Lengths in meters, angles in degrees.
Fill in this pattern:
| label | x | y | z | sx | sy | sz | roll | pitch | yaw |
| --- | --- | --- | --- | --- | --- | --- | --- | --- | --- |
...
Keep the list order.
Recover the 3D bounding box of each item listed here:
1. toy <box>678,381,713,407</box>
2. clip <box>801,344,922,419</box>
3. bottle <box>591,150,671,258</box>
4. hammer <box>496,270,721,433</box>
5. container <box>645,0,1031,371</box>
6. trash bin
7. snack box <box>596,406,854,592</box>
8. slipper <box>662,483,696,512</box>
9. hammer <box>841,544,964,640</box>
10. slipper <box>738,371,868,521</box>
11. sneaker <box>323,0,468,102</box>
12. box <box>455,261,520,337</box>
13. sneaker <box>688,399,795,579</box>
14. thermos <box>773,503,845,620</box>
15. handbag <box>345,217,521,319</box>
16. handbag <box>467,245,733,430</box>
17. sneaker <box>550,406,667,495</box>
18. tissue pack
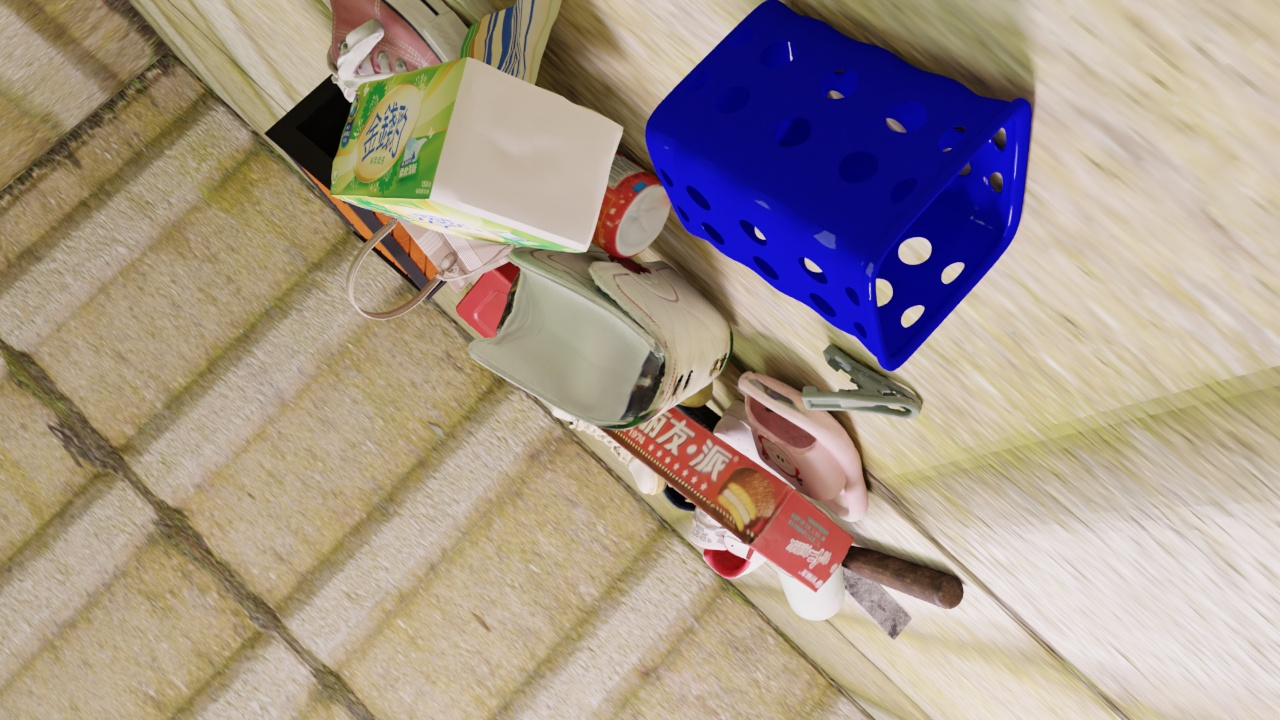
| label | x | y | z | sx | sy | sz | roll | pitch | yaw |
| --- | --- | --- | --- | --- | --- | --- | --- | --- | --- |
| toy | -0.005 | -0.016 | 0.848 | 0.170 | 0.065 | 0.154 | 28 | -160 | -17 |
| clip | 0.145 | 0.020 | 0.591 | 0.076 | 0.061 | 0.023 | 19 | 159 | 32 |
| bottle | -0.047 | -0.130 | 0.635 | 0.137 | 0.062 | 0.062 | 40 | 169 | 25 |
| hammer | -0.006 | 0.006 | 0.943 | 0.032 | 0.130 | 0.318 | -21 | 131 | 41 |
| container | 0.073 | -0.069 | 0.355 | 0.113 | 0.084 | 0.085 | 39 | 170 | 32 |
| trash bin | -0.241 | -0.188 | 0.922 | 0.140 | 0.139 | 0.172 | 39 | 169 | 28 |
| snack box | 0.068 | 0.104 | 0.813 | 0.113 | 0.060 | 0.236 | 39 | 176 | -40 |
| slipper | 0.069 | 0.152 | 1.166 | 0.264 | 0.082 | 0.101 | 15 | 120 | 62 |
| hammer | 0.271 | 0.243 | 0.969 | 0.217 | 0.037 | 0.301 | 45 | 169 | -7 |
| slipper | 0.137 | 0.078 | 0.776 | 0.107 | 0.055 | 0.221 | 37 | 170 | 40 |
| sneaker | -0.193 | -0.236 | 0.695 | 0.241 | 0.087 | 0.118 | 43 | 170 | 13 |
| box | -0.107 | -0.054 | 1.005 | 0.157 | 0.127 | 0.137 | 45 | 165 | -7 |
| sneaker | 0.095 | 0.151 | 0.964 | 0.090 | 0.104 | 0.237 | 37 | 151 | 32 |
| thermos | 0.170 | 0.209 | 0.930 | 0.068 | 0.068 | 0.230 | 39 | 169 | 28 |
| handbag | -0.193 | -0.119 | 0.853 | 0.062 | 0.197 | 0.176 | 38 | 169 | 29 |
| handbag | -0.014 | -0.023 | 0.659 | 0.142 | 0.096 | 0.198 | 27 | -167 | 11 |
| sneaker | -0.052 | 0.064 | 1.133 | 0.241 | 0.102 | 0.089 | 62 | 160 | 13 |
| tissue pack | -0.099 | -0.151 | 0.558 | 0.120 | 0.141 | 0.198 | 15 | -179 | -41 |
